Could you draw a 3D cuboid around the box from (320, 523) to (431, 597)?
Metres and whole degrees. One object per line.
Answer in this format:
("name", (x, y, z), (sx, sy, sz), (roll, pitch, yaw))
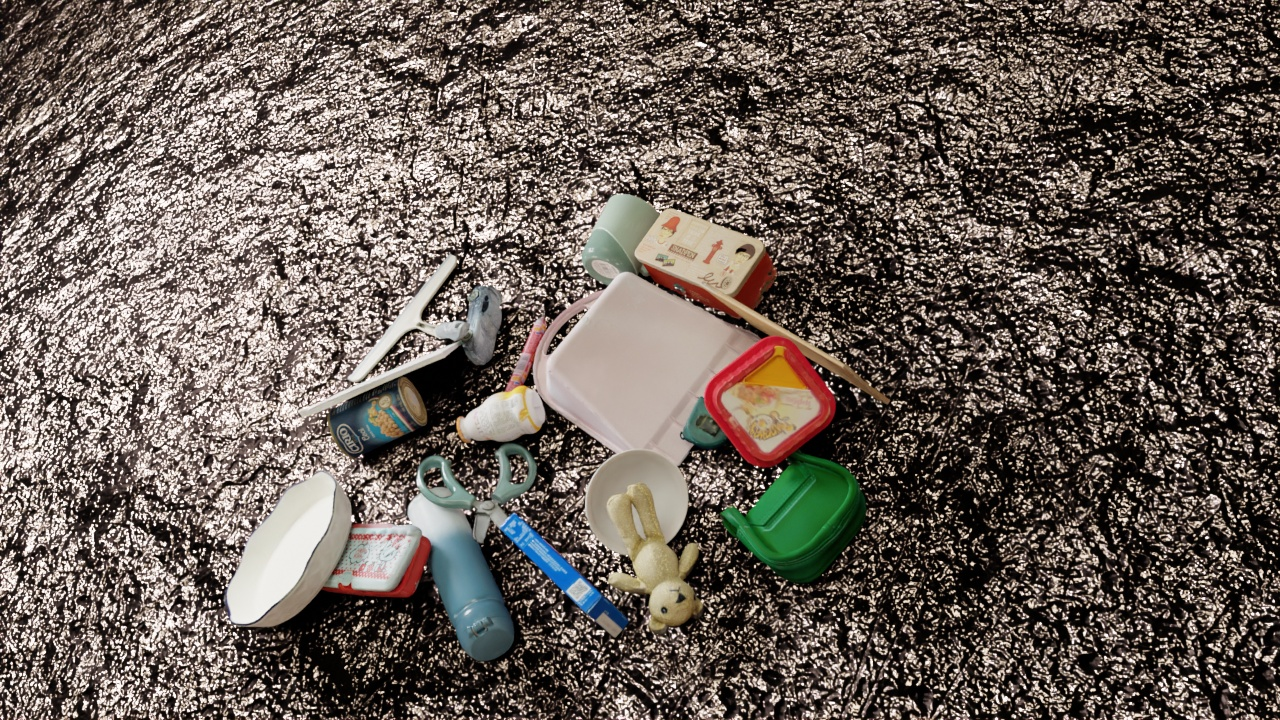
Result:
("box", (-0.328, 0.235, 1.094), (0.202, 0.048, 0.087), (-11, 53, 43))

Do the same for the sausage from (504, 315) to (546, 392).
("sausage", (-0.156, 0.003, 1.243), (0.020, 0.020, 0.155), (6, 60, 26))

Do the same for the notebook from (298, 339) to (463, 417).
("notebook", (-0.344, 0.020, 1.254), (0.209, 0.012, 0.150), (-23, 7, 6))

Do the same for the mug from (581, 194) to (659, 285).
("mug", (-0.015, -0.156, 1.263), (0.112, 0.082, 0.106), (25, 65, 0))

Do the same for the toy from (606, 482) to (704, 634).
("toy", (0.014, 0.207, 0.973), (0.105, 0.066, 0.157), (-19, 77, -21))

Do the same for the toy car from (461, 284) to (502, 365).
("toy car", (-0.219, -0.050, 1.285), (0.037, 0.054, 0.120), (-9, 54, 20))

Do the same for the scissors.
("scissors", (-0.179, 0.150, 1.113), (0.177, 0.019, 0.174), (-26, 45, -36))

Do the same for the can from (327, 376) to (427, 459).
("can", (-0.353, 0.076, 1.239), (0.111, 0.075, 0.075), (-25, 51, 5))

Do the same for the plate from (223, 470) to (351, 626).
("plate", (-0.433, 0.238, 1.142), (0.205, 0.045, 0.204), (-31, 37, 27))

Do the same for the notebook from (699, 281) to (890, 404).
("notebook", (0.175, -0.020, 1.038), (0.208, 0.147, 0.008), (35, 93, 37))

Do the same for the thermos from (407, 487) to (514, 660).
("thermos", (-0.209, 0.245, 1.063), (0.070, 0.070, 0.220), (-34, 49, -3))

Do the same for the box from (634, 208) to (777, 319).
("box", (0.088, -0.123, 1.186), (0.168, 0.079, 0.091), (27, 77, 35))

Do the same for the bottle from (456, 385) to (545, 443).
("bottle", (-0.180, 0.074, 1.174), (0.108, 0.063, 0.063), (-18, 52, 10))

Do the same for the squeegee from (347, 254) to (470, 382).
("squeegee", (-0.285, -0.047, 1.292), (0.246, 0.039, 0.247), (-55, 30, -16))

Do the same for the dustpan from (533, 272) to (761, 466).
("dustpan", (-0.007, 0.007, 1.184), (0.273, 0.139, 0.222), (39, 74, 9))

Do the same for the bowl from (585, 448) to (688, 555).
("bowl", (-0.011, 0.154, 1.036), (0.118, 0.118, 0.065), (-43, 13, -10))

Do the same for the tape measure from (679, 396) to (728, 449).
("tape measure", (0.080, 0.075, 1.077), (0.054, 0.025, 0.058), (24, 74, 14))

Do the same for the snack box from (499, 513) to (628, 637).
("snack box", (-0.084, 0.234, 1.006), (0.026, 0.084, 0.157), (-47, 52, -12))

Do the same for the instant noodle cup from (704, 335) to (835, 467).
("instant noodle cup", (0.135, 0.041, 1.010), (0.116, 0.124, 0.116), (-38, 95, 1))

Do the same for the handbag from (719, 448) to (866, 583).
("handbag", (0.163, 0.158, 0.965), (0.120, 0.068, 0.131), (33, 74, 38))

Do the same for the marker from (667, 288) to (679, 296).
("marker", (0.075, -0.126, 1.237), (0.018, 0.015, 0.124), (34, 76, 36))
